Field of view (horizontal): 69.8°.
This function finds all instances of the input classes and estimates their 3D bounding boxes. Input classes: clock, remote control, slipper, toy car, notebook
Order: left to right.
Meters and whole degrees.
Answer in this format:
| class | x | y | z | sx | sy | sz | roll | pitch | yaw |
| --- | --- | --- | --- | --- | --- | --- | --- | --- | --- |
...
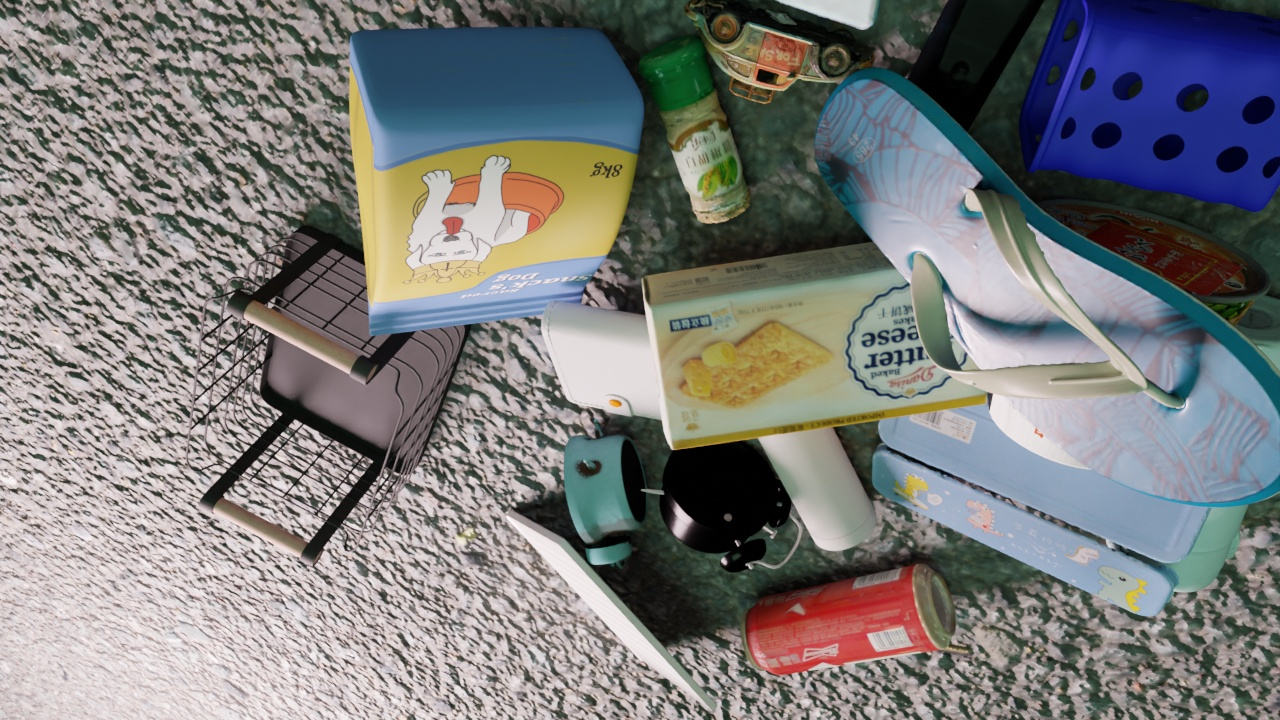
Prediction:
| class | x | y | z | sx | sy | sz | roll | pitch | yaw |
| --- | --- | --- | --- | --- | --- | --- | --- | --- | --- |
| notebook | -0.030 | 0.218 | 0.816 | 0.210 | 0.009 | 0.143 | 51 | 161 | -18 |
| clock | -0.025 | 0.114 | 0.745 | 0.053 | 0.089 | 0.124 | -11 | 119 | 14 |
| clock | 0.067 | 0.112 | 0.707 | 0.121 | 0.091 | 0.043 | 33 | 139 | 11 |
| toy car | 0.076 | -0.176 | 0.531 | 0.112 | 0.047 | 0.047 | 19 | 125 | 6 |
| remote control | 0.184 | -0.174 | 0.510 | 0.047 | 0.022 | 0.151 | 24 | 128 | 3 |
| slipper | 0.184 | -0.032 | 0.467 | 0.295 | 0.060 | 0.118 | 50 | 149 | 18 |

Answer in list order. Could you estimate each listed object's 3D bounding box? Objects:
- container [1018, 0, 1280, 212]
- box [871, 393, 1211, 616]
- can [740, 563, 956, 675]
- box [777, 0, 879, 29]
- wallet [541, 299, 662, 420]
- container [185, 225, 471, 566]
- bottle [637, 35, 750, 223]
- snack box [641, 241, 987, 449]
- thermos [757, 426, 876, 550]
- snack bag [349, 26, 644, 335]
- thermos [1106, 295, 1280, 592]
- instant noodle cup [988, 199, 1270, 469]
| class | x | y | z | sx | sy | sz | roll | pitch | yaw |
| --- | --- | --- | --- | --- | --- | --- | --- | --- | --- |
| container | 0.267 | -0.136 | 0.468 | 0.114 | 0.084 | 0.085 | 14 | 128 | 9 |
| box | 0.257 | 0.091 | 0.620 | 0.209 | 0.034 | 0.128 | 24 | 131 | 30 |
| can | 0.169 | 0.216 | 0.759 | 0.171 | 0.067 | 0.067 | -21 | 114 | 30 |
| box | 0.060 | -0.292 | 0.443 | 0.182 | 0.071 | 0.227 | 23 | 131 | 31 |
| wallet | -0.004 | 0.004 | 0.667 | 0.115 | 0.037 | 0.118 | 10 | 152 | 14 |
| container | -0.258 | 0.031 | 0.741 | 0.163 | 0.130 | 0.242 | 28 | 128 | -1 |
| bottle | 0.035 | -0.141 | 0.573 | 0.043 | 0.043 | 0.111 | -9 | 120 | 25 |
| snack box | 0.111 | -0.013 | 0.580 | 0.208 | 0.057 | 0.104 | -8 | 117 | 1 |
| thermos | 0.107 | 0.041 | 0.668 | 0.052 | 0.052 | 0.224 | -17 | 116 | 29 |
| snack bag | -0.097 | -0.096 | 0.580 | 0.158 | 0.102 | 0.206 | -8 | 141 | -21 |
| thermos | 0.358 | 0.060 | 0.584 | 0.078 | 0.065 | 0.207 | -4 | 123 | 2 |
| instant noodle cup | 0.262 | -0.011 | 0.525 | 0.124 | 0.123 | 0.122 | 15 | 122 | 9 |
